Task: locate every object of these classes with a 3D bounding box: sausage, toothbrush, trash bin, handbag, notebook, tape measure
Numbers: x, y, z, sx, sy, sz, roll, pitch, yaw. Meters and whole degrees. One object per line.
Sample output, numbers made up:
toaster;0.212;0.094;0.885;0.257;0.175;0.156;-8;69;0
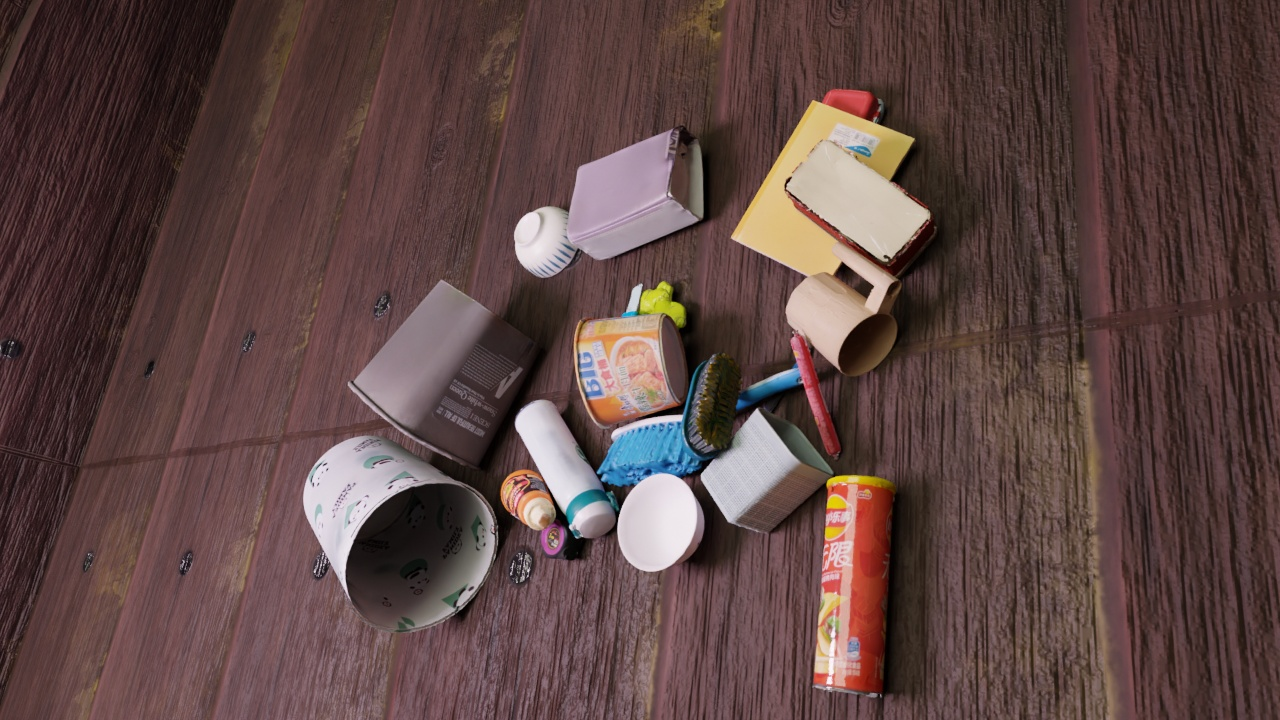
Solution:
sausage;0.200;0.039;1.051;0.020;0.020;0.156;-21;82;32
toothbrush;0.153;0.062;1.120;0.189;0.016;0.014;-56;42;4
trash bin;-0.369;0.237;1.358;0.252;0.229;0.229;26;88;50
handbag;-0.005;-0.244;1.344;0.197;0.098;0.144;-16;62;36
notebook;0.223;-0.211;1.136;0.146;0.010;0.206;30;90;26
trash bin;-0.288;0.017;1.412;0.199;0.199;0.219;31;85;43
tape measure;-0.105;0.241;1.243;0.057;0.039;0.057;-11;69;45

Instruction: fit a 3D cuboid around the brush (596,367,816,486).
brush;0.076;0.084;1.141;0.315;0.060;0.109;-15;49;39

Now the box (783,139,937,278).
box;0.255;-0.181;1.067;0.168;0.077;0.091;43;96;24

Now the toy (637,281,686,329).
toy;0.027;-0.063;1.277;0.097;0.031;0.100;-22;54;41

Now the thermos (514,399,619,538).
thermos;-0.101;0.149;1.266;0.073;0.073;0.224;-48;47;13

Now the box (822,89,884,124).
box;0.245;-0.249;1.176;0.087;0.047;0.201;19;84;41

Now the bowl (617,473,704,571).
bowl;0.037;0.203;1.118;0.119;0.064;0.118;-18;60;34

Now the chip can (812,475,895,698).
chip can;0.219;0.230;0.944;0.073;0.073;0.216;-6;67;39

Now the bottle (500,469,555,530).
bottle;-0.148;0.196;1.252;0.066;0.066;0.149;-62;21;-1

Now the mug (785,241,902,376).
mug;0.234;-0.061;1.047;0.103;0.084;0.125;48;130;45

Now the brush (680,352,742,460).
brush;0.077;0.059;1.080;0.074;0.055;0.143;-44;22;47

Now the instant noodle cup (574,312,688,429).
instant noodle cup;-0.007;0.007;1.192;0.111;0.151;0.151;-10;62;17

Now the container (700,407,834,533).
container;0.141;0.131;1.048;0.112;0.090;0.090;-49;46;16

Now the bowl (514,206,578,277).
bowl;-0.159;-0.199;1.479;0.117;0.066;0.116;-19;58;34

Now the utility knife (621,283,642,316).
utility knife;-0.025;-0.020;1.297;0.034;0.018;0.185;10;85;47
